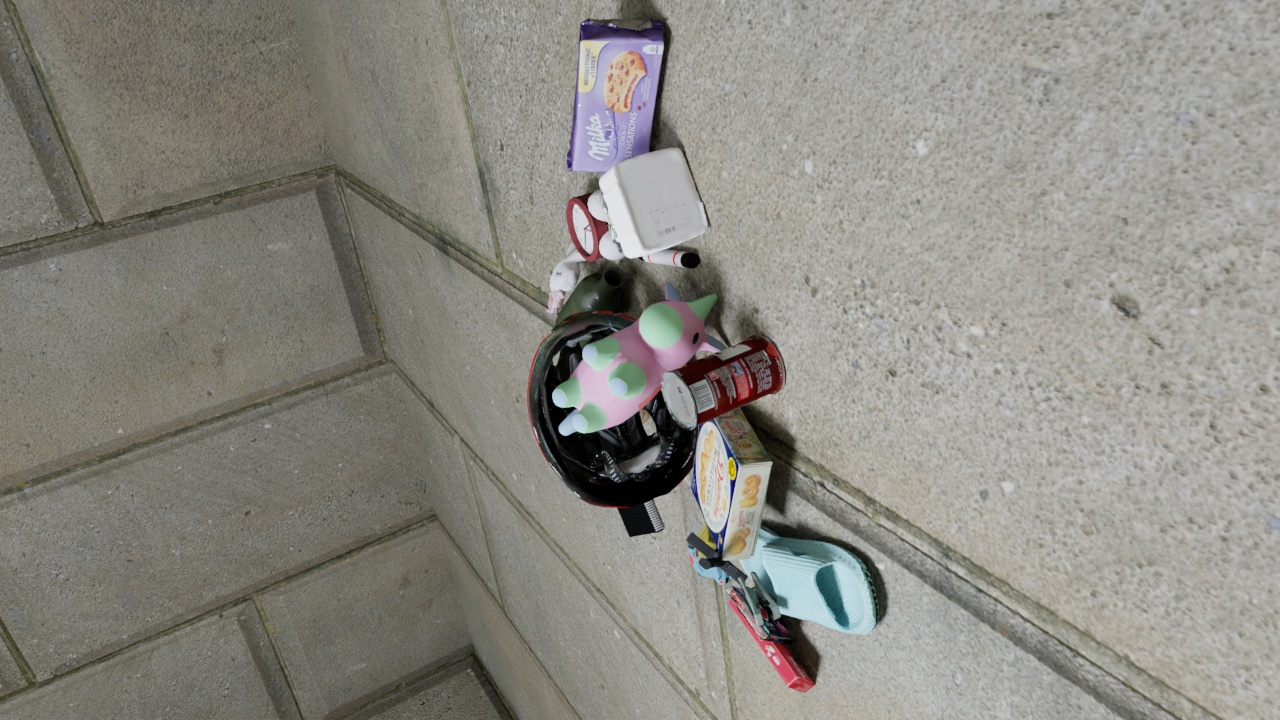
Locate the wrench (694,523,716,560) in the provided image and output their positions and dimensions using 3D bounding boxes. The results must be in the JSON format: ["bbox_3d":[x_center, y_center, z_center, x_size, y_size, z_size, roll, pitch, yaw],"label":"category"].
[{"bbox_3d":[0.113,0.208,1.213,0.274,0.018,0.083,111,159,-53],"label":"wrench"}]

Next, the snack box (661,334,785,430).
[{"bbox_3d":[0.091,0.024,1.018,0.072,0.121,0.072,48,149,40],"label":"snack box"}]

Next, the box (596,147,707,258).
[{"bbox_3d":[-0.002,-0.174,1.079,0.110,0.102,0.130,69,158,-2],"label":"box"}]

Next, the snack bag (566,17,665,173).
[{"bbox_3d":[-0.032,-0.298,1.054,0.206,0.096,0.058,101,163,-49],"label":"snack bag"}]

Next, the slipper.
[{"bbox_3d":[0.180,0.261,1.097,0.277,0.069,0.116,7,119,64],"label":"slipper"}]

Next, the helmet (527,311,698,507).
[{"bbox_3d":[-0.037,0.060,1.217,0.167,0.217,0.272,-113,-1,-79],"label":"helmet"}]

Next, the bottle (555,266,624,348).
[{"bbox_3d":[-0.068,-0.081,1.329,0.071,0.071,0.207,65,156,9],"label":"bottle"}]

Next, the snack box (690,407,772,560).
[{"bbox_3d":[0.106,0.139,1.108,0.145,0.042,0.145,-114,26,-57],"label":"snack box"}]

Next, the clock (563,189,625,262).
[{"bbox_3d":[-0.057,-0.184,1.249,0.138,0.048,0.096,15,123,63],"label":"clock"}]

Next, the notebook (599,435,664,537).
[{"bbox_3d":[-0.031,0.196,1.548,0.206,0.016,0.149,67,157,5],"label":"notebook"}]

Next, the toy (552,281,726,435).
[{"bbox_3d":[-0.007,0.006,1.092,0.120,0.170,0.223,50,124,14],"label":"toy"}]

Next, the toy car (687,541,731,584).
[{"bbox_3d":[0.094,0.298,1.352,0.108,0.027,0.060,-5,105,65],"label":"toy car"}]

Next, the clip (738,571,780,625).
[{"bbox_3d":[0.139,0.281,1.092,0.076,0.047,0.023,-121,13,-61],"label":"clip"}]

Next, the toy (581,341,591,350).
[{"bbox_3d":[-0.056,0.012,1.357,0.097,0.100,0.119,44,-170,-31],"label":"toy"}]

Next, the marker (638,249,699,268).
[{"bbox_3d":[0.028,-0.130,1.151,0.146,0.019,0.019,20,127,60],"label":"marker"}]

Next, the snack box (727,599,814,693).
[{"bbox_3d":[0.172,0.372,1.206,0.133,0.021,0.089,51,-177,34],"label":"snack box"}]

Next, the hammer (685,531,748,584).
[{"bbox_3d":[0.081,0.234,1.082,0.095,0.015,0.325,38,175,14],"label":"hammer"}]

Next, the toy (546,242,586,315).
[{"bbox_3d":[-0.108,-0.125,1.340,0.037,0.125,0.076,31,177,-23],"label":"toy"}]

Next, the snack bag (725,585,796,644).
[{"bbox_3d":[0.154,0.325,1.162,0.074,0.018,0.155,52,-173,28],"label":"snack bag"}]

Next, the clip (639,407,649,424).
[{"bbox_3d":[-0.002,0.075,1.377,0.062,0.025,0.047,-20,90,64],"label":"clip"}]
